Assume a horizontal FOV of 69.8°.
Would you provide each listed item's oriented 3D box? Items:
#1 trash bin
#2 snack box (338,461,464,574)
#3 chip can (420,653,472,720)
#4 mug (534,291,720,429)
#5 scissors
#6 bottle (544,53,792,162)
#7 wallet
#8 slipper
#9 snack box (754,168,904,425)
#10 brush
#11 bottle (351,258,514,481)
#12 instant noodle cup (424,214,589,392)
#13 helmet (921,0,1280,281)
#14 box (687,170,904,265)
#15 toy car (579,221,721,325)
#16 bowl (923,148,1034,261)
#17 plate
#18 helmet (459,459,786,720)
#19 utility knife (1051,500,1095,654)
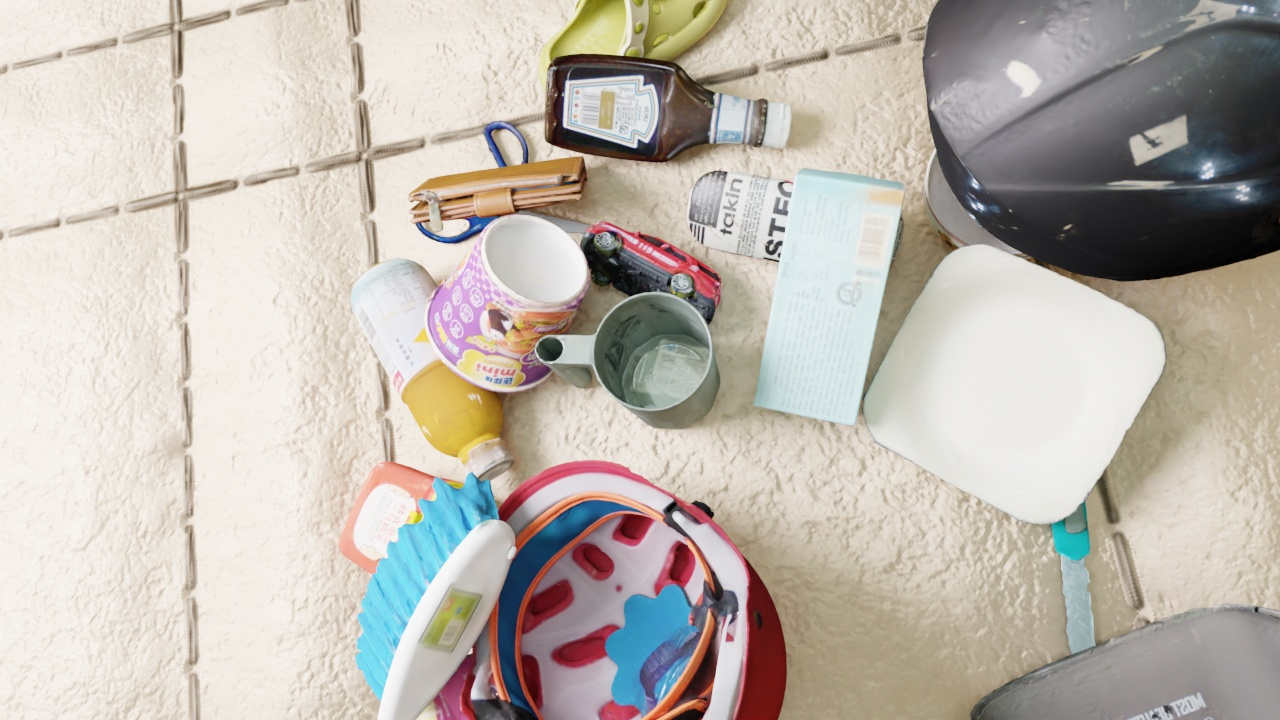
[{"bbox_3d":[0.335,0.282,0.515,0.199,0.198,0.219,-24,84,5],"label":"trash bin"},{"bbox_3d":[-0.173,0.125,0.688,0.080,0.082,0.091,21,82,23],"label":"snack box"},{"bbox_3d":[-0.090,0.310,0.634,0.071,0.071,0.210,-28,74,2],"label":"chip can"},{"bbox_3d":[-0.004,0.004,0.675,0.124,0.103,0.083,2,77,11],"label":"mug"},{"bbox_3d":[-0.110,-0.126,0.770,0.176,0.012,0.162,-4,77,6],"label":"scissors"},{"bbox_3d":[0.022,-0.198,0.736,0.195,0.044,0.080,7,119,2],"label":"bottle"},{"bbox_3d":[-0.108,-0.133,0.710,0.131,0.119,0.035,-7,113,2],"label":"wallet"},{"bbox_3d":[-0.008,-0.288,0.757,0.190,0.081,0.091,-40,77,1],"label":"slipper"},{"bbox_3d":[0.134,-0.045,0.656,0.074,0.051,0.175,12,106,12],"label":"snack box"},{"bbox_3d":[-0.166,0.230,0.602,0.109,0.060,0.314,33,95,51],"label":"brush"},{"bbox_3d":[-0.159,0.009,0.717,0.068,0.068,0.189,-33,74,0],"label":"bottle"},{"bbox_3d":[-0.094,-0.046,0.680,0.111,0.099,0.111,14,55,-21],"label":"instant noodle cup"},{"bbox_3d":[0.302,-0.172,0.538,0.276,0.229,0.233,-29,70,42],"label":"helmet"},{"bbox_3d":[0.119,-0.105,0.715,0.163,0.081,0.075,9,108,9],"label":"box"},{"bbox_3d":[0.008,-0.069,0.717,0.120,0.053,0.045,28,59,8],"label":"toy car"},{"bbox_3d":[0.265,-0.119,0.681,0.113,0.062,0.113,-2,75,8],"label":"bowl"},{"bbox_3d":[0.259,0.016,0.648,0.164,0.034,0.164,30,102,18],"label":"plate"},{"bbox_3d":[-0.004,0.189,0.612,0.207,0.144,0.240,-44,44,6],"label":"helmet"},{"bbox_3d":[0.304,0.100,0.649,0.029,0.013,0.221,-3,77,9],"label":"utility knife"}]
